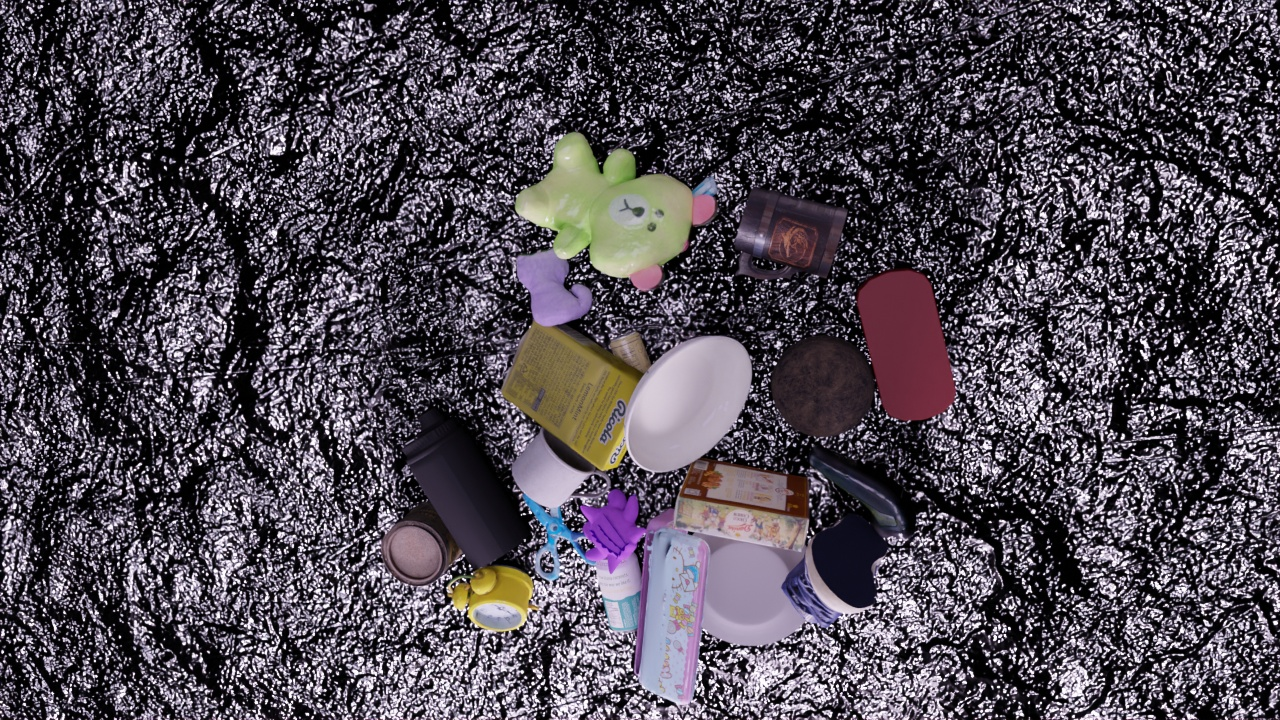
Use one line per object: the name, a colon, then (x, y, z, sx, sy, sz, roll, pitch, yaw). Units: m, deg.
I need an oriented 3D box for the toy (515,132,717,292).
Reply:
toy: (-0.031, -0.166, 1.050, 0.197, 0.107, 0.150, 34, 84, 1)

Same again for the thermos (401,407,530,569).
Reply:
thermos: (-0.228, 0.156, 1.161, 0.086, 0.086, 0.198, -30, 95, 15)

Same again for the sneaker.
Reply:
sneaker: (0.200, 0.257, 1.034, 0.091, 0.232, 0.119, 42, 111, 11)

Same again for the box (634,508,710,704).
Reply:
box: (0.051, 0.298, 1.123, 0.091, 0.090, 0.214, 12, 104, 29)

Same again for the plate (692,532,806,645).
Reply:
plate: (0.133, 0.280, 1.157, 0.178, 0.012, 0.178, 2, 102, 10)

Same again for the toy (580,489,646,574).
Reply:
toy: (-0.036, 0.209, 1.129, 0.106, 0.055, 0.088, -53, 51, 10)

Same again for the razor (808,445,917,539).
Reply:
razor: (0.262, 0.157, 1.092, 0.151, 0.053, 0.067, 33, 114, 8)

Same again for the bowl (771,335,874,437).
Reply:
bowl: (0.213, 0.035, 1.070, 0.121, 0.056, 0.121, 2, 102, 10)

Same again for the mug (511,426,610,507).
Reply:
mug: (-0.097, 0.140, 1.137, 0.113, 0.084, 0.071, 40, 108, -4)

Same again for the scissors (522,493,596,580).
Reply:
scissors: (-0.098, 0.220, 1.190, 0.118, 0.013, 0.140, -3, 99, 12)

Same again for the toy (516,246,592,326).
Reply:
toy: (-0.103, -0.090, 1.106, 0.080, 0.036, 0.099, -15, 76, -9)

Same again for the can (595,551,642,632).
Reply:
can: (-0.023, 0.290, 1.167, 0.055, 0.054, 0.101, -11, 99, 12)

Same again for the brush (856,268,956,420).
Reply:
brush: (0.302, -0.019, 1.049, 0.082, 0.041, 0.173, -14, 98, 13)

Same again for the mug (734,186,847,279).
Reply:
mug: (0.166, -0.132, 1.041, 0.107, 0.079, 0.116, 17, 130, 8)

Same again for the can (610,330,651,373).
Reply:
can: (-0.007, 0.007, 1.114, 0.038, 0.038, 0.079, -20, 97, 14)

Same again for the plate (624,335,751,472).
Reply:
plate: (0.050, 0.045, 1.063, 0.034, 0.182, 0.182, 40, 110, 40)

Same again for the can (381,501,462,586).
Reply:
can: (-0.280, 0.238, 1.194, 0.090, 0.074, 0.090, 2, 102, 10)

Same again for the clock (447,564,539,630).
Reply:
clock: (-0.192, 0.300, 1.180, 0.118, 0.057, 0.084, 33, 127, -26)

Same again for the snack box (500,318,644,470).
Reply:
snack box: (-0.078, 0.035, 1.109, 0.181, 0.045, 0.121, 33, 107, 25)

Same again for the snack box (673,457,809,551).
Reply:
snack box: (0.121, 0.164, 1.068, 0.147, 0.143, 0.041, 10, 103, 8)

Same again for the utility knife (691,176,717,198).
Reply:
utility knife: (0.022, -0.159, 1.088, 0.167, 0.015, 0.022, -36, 69, 17)
